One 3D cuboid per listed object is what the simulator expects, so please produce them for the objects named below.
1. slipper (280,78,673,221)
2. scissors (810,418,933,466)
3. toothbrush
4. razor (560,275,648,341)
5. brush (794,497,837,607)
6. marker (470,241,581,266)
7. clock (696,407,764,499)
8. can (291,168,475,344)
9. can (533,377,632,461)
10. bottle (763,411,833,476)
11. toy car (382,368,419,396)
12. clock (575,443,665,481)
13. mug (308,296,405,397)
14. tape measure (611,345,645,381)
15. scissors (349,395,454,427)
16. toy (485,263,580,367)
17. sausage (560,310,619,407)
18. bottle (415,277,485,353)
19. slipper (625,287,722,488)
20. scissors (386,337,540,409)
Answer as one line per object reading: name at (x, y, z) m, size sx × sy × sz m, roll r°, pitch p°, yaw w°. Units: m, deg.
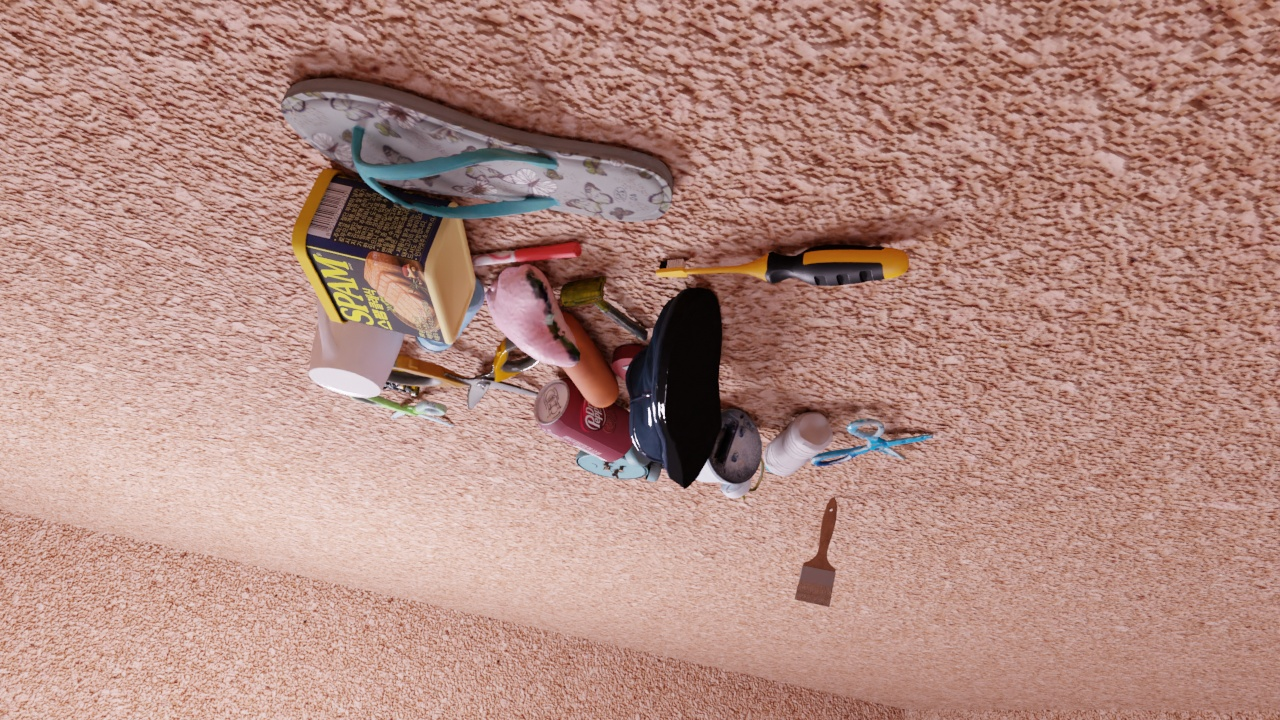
slipper at (-0.112, -0.124, 0.633) m, size 0.268 × 0.054 × 0.098 m, roll 11°, pitch 158°, yaw -7°
scissors at (0.243, 0.093, 0.994) m, size 0.140 × 0.011 × 0.134 m, roll -26°, pitch 147°, yaw 35°
toothbrush at (0.103, -0.071, 0.697) m, size 0.197 × 0.030 × 0.031 m, roll 0°, pitch 159°, yaw 25°
razor at (-0.024, -0.042, 0.816) m, size 0.043 × 0.026 × 0.106 m, roll -9°, pitch 154°, yaw 31°
brush at (0.239, 0.247, 1.197) m, size 0.045 × 0.142 × 0.008 m, roll 8°, pitch 156°, yaw 25°
marker at (-0.114, -0.086, 0.762) m, size 0.142 × 0.012 × 0.013 m, roll -3°, pitch 153°, yaw 25°
clock at (0.097, 0.102, 1.005) m, size 0.117 × 0.083 × 0.057 m, roll 38°, pitch 150°, yaw -27°
can at (-0.195, -0.077, 0.722) m, size 0.104 × 0.075 × 0.135 m, roll 13°, pitch 154°, yaw 4°
can at (-0.059, 0.066, 1.005) m, size 0.063 × 0.063 × 0.114 m, roll -11°, pitch 150°, yaw 38°
bottle at (0.169, 0.097, 1.017) m, size 0.044 × 0.044 × 0.136 m, roll 13°, pitch 155°, yaw -7°
toy car at (-0.277, 0.019, 1.025) m, size 0.049 × 0.030 × 0.107 m, roll 9°, pitch 169°, yaw 0°
clock at (-0.018, 0.112, 1.108) m, size 0.124 × 0.053 × 0.090 m, roll 0°, pitch 155°, yaw 21°
mug at (-0.273, -0.025, 0.860) m, size 0.081 × 0.087 × 0.114 m, roll 3°, pitch 155°, yaw 15°
tape measure at (-0.005, 0.005, 0.911) m, size 0.051 × 0.019 × 0.059 m, roll 28°, pitch 150°, yaw -35°
scissors at (-0.277, 0.062, 1.115) m, size 0.166 × 0.024 × 0.171 m, roll -6°, pitch 162°, yaw 31°
toy at (-0.099, -0.039, 0.801) m, size 0.093 × 0.050 × 0.102 m, roll 12°, pitch 134°, yaw 50°
sausage at (-0.055, 0.004, 0.899) m, size 0.044 × 0.039 × 0.164 m, roll 42°, pitch 171°, yaw 29°
bottle at (-0.180, -0.040, 0.851) m, size 0.040 × 0.040 × 0.130 m, roll 19°, pitch 154°, yaw -20°
slipper at (0.020, 0.026, 0.847) m, size 0.083 × 0.108 × 0.266 m, roll 23°, pitch 153°, yaw 19°
scissors at (-0.180, 0.014, 0.965) m, size 0.229 × 0.016 × 0.226 m, roll 6°, pitch 156°, yaw -23°
